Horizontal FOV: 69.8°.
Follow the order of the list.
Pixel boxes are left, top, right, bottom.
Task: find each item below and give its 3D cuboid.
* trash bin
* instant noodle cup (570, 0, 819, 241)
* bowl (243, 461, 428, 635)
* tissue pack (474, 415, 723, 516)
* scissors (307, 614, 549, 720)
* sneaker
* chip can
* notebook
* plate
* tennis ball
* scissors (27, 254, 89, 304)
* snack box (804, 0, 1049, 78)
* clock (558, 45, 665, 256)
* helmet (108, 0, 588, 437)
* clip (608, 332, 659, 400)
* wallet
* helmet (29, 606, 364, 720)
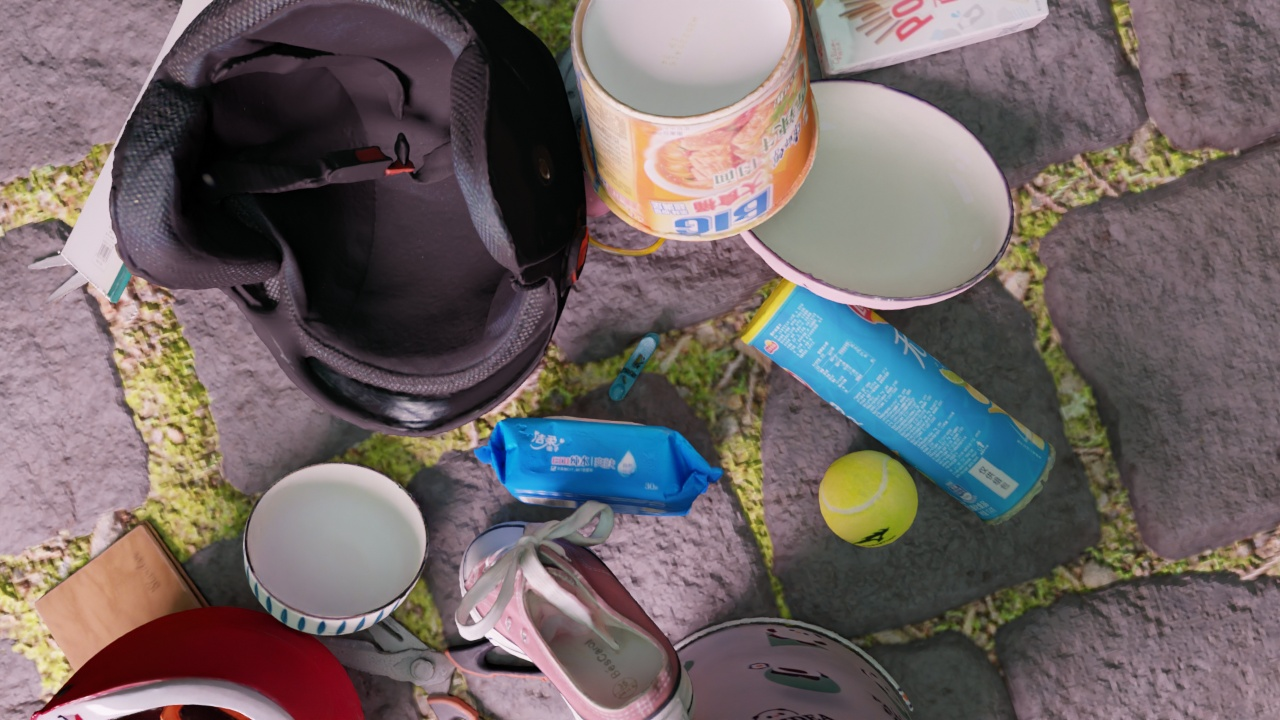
[{"bbox_3d":[0.077,0.281,0.520,0.230,0.252,0.229,-1,83,6],"label":"trash bin"},{"bbox_3d":[0.029,-0.159,0.524,0.151,0.111,0.151,-2,74,7],"label":"instant noodle cup"},{"bbox_3d":[-0.208,0.134,0.622,0.116,0.116,0.066,31,134,1],"label":"bowl"},{"bbox_3d":[-0.027,0.071,0.614,0.157,0.095,0.052,5,74,0],"label":"tissue pack"},{"bbox_3d":[-0.133,0.227,0.658,0.224,0.015,0.189,-14,90,2],"label":"scissors"},{"bbox_3d":[-0.053,0.137,0.547,0.118,0.241,0.088,-29,114,-20],"label":"sneaker"},{"bbox_3d":[0.172,0.020,0.621,0.210,0.071,0.071,37,91,0],"label":"chip can"},{"bbox_3d":[-0.317,-0.148,0.603,0.150,0.012,0.209,23,87,45],"label":"notebook"},{"bbox_3d":[0.144,-0.106,0.603,0.192,0.039,0.192,3,57,-5],"label":"plate"},{"bbox_3d":[0.155,0.094,0.624,0.065,0.065,0.065,0,90,1],"label":"tennis ball"},{"bbox_3d":[-0.352,-0.081,0.660,0.144,0.012,0.170,35,92,1],"label":"scissors"},{"bbox_3d":[0.195,-0.258,0.640,0.157,0.027,0.084,-14,90,0],"label":"snack box"},{"bbox_3d":[-0.003,-0.151,0.629,0.117,0.060,0.158,7,89,0],"label":"clock"},{"bbox_3d":[-0.145,-0.100,0.551,0.234,0.229,0.275,1,119,13],"label":"helmet"},{"bbox_3d":[-0.005,0.005,0.650,0.013,0.037,0.055,35,102,1],"label":"clip"},{"bbox_3d":[-0.365,0.190,0.660,0.101,0.020,0.115,-37,87,0],"label":"wallet"},{"bbox_3d":[-0.281,0.262,0.599,0.207,0.143,0.240,27,112,-14],"label":"helmet"}]
